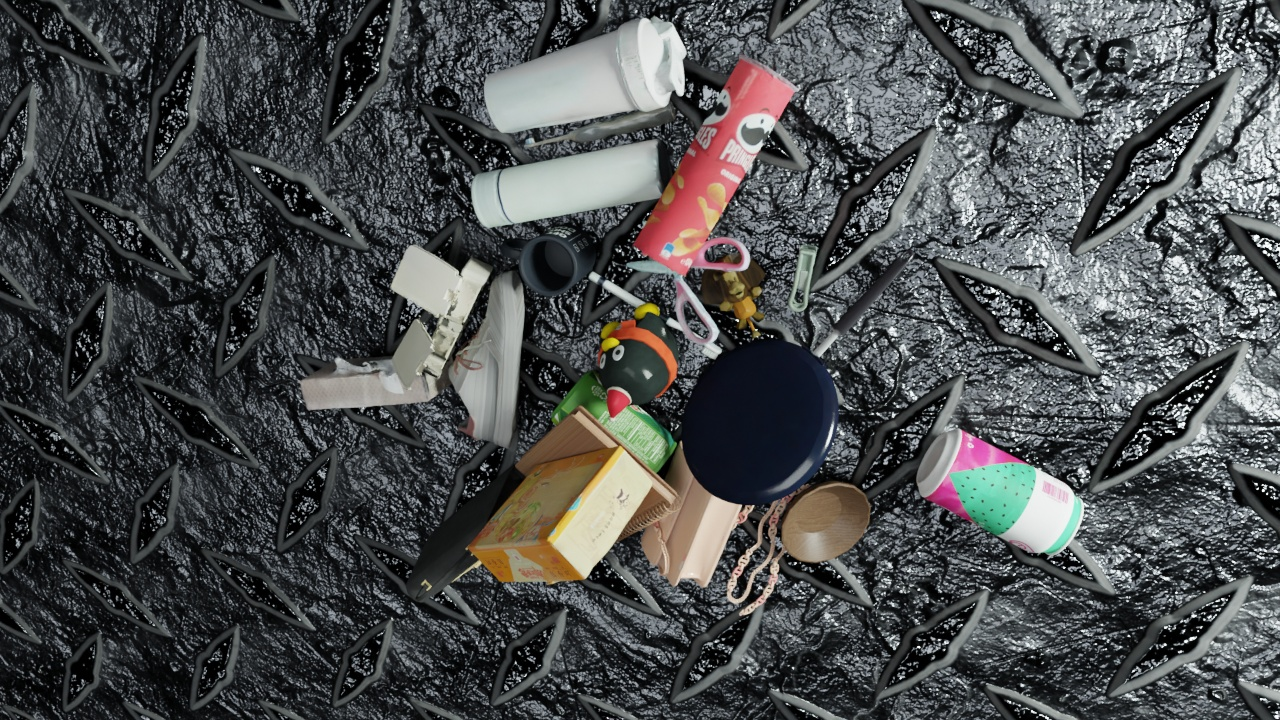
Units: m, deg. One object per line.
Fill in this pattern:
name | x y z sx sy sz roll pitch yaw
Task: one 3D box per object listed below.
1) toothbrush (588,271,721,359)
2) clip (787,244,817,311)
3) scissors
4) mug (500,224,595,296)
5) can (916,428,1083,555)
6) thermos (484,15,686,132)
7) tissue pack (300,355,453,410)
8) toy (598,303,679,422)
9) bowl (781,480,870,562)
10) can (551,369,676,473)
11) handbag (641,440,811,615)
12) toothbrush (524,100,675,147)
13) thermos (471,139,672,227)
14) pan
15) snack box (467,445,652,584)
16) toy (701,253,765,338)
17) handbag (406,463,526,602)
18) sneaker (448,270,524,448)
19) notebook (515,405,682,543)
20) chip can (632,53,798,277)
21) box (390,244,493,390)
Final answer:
toothbrush | 0.016 -0.055 1.118 0.187 0.012 0.017 31 117 3
clip | 0.186 -0.093 1.051 0.023 0.047 0.076 13 115 12
scissors | 0.049 -0.088 1.059 0.173 0.014 0.159 7 99 36
mug | -0.114 -0.125 1.092 0.105 0.077 0.071 16 112 9
can | 0.406 0.150 1.044 0.166 0.088 0.088 28 113 4
thermos | -0.060 -0.310 1.009 0.221 0.099 0.099 -7 107 21
tissue pack | -0.342 0.019 1.190 0.181 0.103 0.071 0 106 16
toy | -0.007 0.006 1.087 0.098 0.118 0.099 -27 112 37
bowl | 0.222 0.192 1.124 0.117 0.030 0.118 -7 118 -13
can | -0.033 0.086 1.141 0.144 0.082 0.083 39 113 -1
handbag | 0.103 0.208 1.173 0.187 0.116 0.199 10 111 -29
toothbrush | -0.050 -0.266 1.058 0.186 0.022 0.024 -9 103 19
thermos | -0.081 -0.203 1.062 0.230 0.067 0.068 -7 107 16
pan | 0.183 0.009 1.042 0.357 0.021 0.198 -48 49 8
snack box | -0.092 0.188 1.069 0.080 0.144 0.196 50 145 -15
toy | 0.113 -0.072 1.057 0.076 0.062 0.100 -25 92 2
handbag | -0.231 0.247 1.188 0.176 0.195 0.072 -40 95 23
sneaker | -0.197 -0.001 1.147 0.089 0.099 0.236 5 112 -2
notebook | -0.057 0.152 1.144 0.169 0.022 0.211 42 146 -4
chip can | 0.078 -0.207 0.994 0.073 0.073 0.233 32 104 2
box | -0.254 -0.057 1.073 0.101 0.194 0.143 25 101 -10
